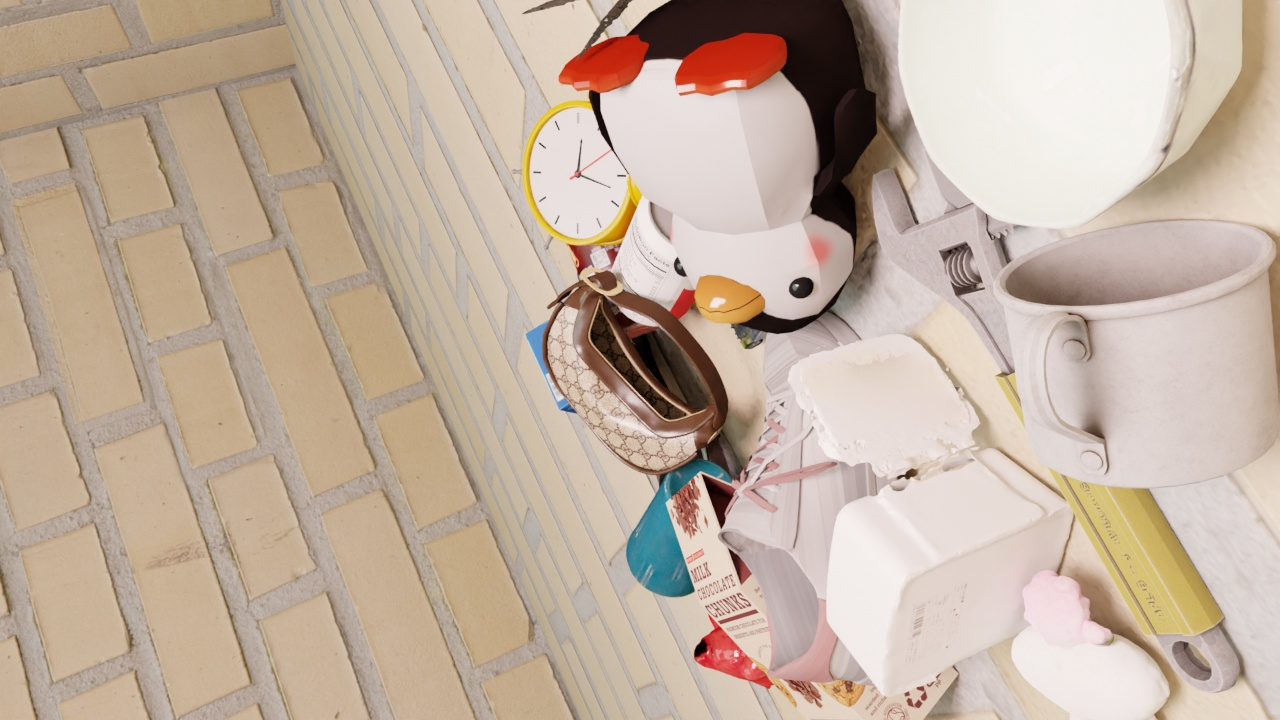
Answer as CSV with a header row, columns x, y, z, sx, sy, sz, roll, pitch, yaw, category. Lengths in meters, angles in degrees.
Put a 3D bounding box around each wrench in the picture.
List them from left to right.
x,y,z,sx,sy,sz,roll,pitch,yaw,category
0.184,0.020,0.417,0.273,0.018,0.084,64,161,12,wrench

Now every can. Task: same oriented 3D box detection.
x,y,z,sx,sy,sz,roll,pitch,yaw,category
0.022,-0.079,0.676,0.070,0.070,0.132,64,161,13,can

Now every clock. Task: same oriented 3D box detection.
x,y,z,sx,sy,sz,roll,pitch,yaw,category
-0.030,-0.151,0.710,0.152,0.051,0.113,-27,84,37,clock

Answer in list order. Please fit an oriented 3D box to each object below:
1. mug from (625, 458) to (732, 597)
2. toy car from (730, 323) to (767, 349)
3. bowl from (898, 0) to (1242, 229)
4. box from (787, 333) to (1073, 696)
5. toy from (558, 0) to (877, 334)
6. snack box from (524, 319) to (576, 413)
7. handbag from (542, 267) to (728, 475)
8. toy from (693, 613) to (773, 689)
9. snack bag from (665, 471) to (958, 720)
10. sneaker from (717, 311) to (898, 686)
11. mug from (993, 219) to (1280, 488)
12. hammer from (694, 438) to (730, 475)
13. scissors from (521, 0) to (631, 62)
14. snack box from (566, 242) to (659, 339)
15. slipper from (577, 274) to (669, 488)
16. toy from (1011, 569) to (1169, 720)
x,y,z,sx,sy,sz,roll,pitch,yaw,category
0.037,0.137,0.761,0.078,0.078,0.122,58,152,28,mug
0.081,-0.040,0.621,0.090,0.027,0.038,114,134,-66,toy car
0.149,-0.108,0.309,0.117,0.061,0.118,55,157,37,bowl
0.132,0.064,0.472,0.132,0.107,0.152,46,149,49,box
0.064,-0.102,0.494,0.159,0.139,0.184,15,141,38,toy
-0.063,0.013,0.960,0.088,0.033,0.154,64,-168,14,snack box
-0.004,0.004,0.706,0.166,0.063,0.139,50,140,5,handbag
0.124,0.247,0.793,0.094,0.088,0.133,42,153,-29,toy
0.100,0.163,0.630,0.206,0.069,0.095,46,157,7,snack bag
0.092,0.078,0.551,0.099,0.089,0.236,140,124,-63,sneaker
0.163,0.002,0.313,0.084,0.113,0.070,6,120,52,mug
0.114,0.107,0.683,0.137,0.035,0.315,69,161,3,hammer
0.024,-0.205,0.459,0.158,0.170,0.012,6,148,28,scissors
-0.021,-0.081,0.789,0.121,0.072,0.072,68,162,4,snack box
-0.025,0.011,0.859,0.113,0.075,0.267,92,161,-50,slipper
0.218,0.154,0.440,0.122,0.038,0.079,64,161,-9,toy
